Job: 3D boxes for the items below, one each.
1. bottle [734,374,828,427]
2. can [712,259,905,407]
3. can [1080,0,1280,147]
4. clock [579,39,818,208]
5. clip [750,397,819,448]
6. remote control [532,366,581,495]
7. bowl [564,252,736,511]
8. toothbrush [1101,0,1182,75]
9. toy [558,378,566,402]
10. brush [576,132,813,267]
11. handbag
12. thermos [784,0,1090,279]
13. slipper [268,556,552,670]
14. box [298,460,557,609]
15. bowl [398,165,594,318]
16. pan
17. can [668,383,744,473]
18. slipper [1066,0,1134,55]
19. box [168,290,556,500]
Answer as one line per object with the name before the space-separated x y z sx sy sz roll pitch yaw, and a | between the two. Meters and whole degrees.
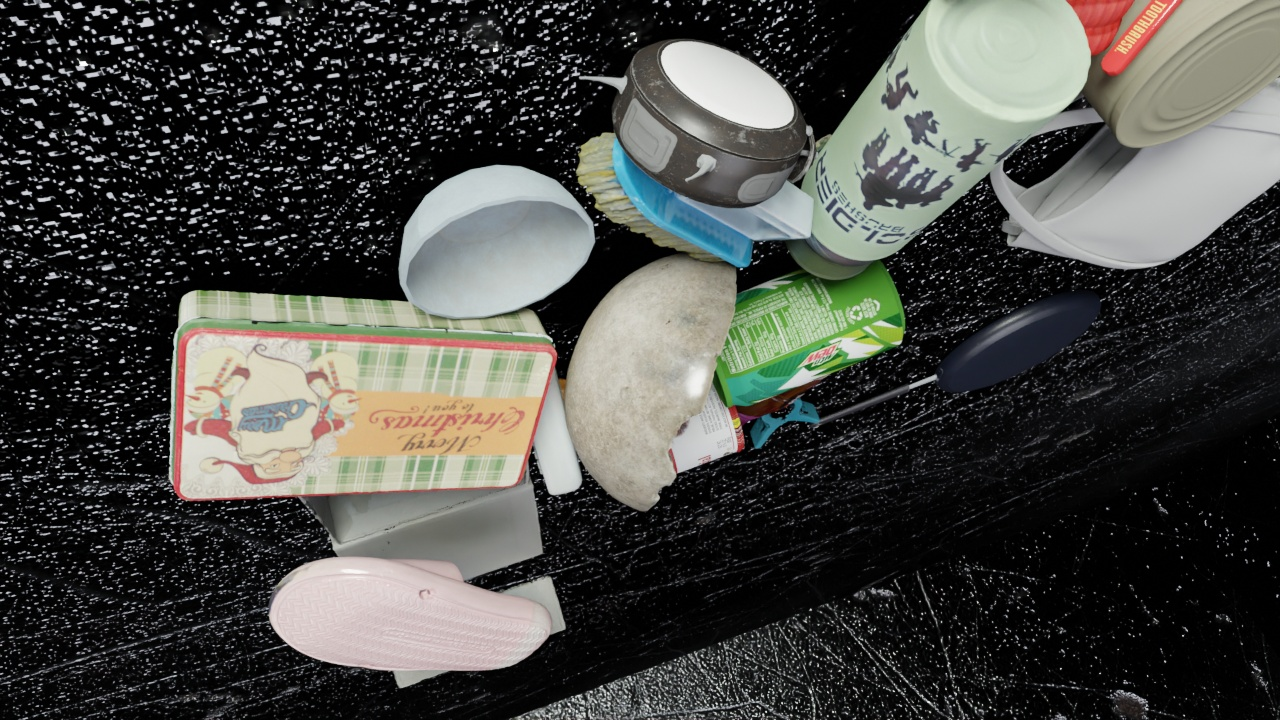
bottle | 0.106 0.022 0.812 0.059 0.059 0.166 0 147 -40
can | 0.118 -0.024 0.699 0.144 0.083 0.083 -22 156 -1
can | 0.315 -0.193 0.530 0.127 0.073 0.128 -18 155 -9
clock | 0.038 -0.117 0.436 0.122 0.091 0.044 -23 153 -42
clip | 0.155 0.049 0.952 0.102 0.027 0.119 -27 156 5
remote control | -0.065 0.040 0.643 0.028 0.060 0.114 -13 119 -5
bowl | -0.004 0.003 0.601 0.081 0.178 0.179 21 146 -4
toothbrush | 0.301 -0.233 0.442 0.017 0.012 0.213 7 126 -47
toy | -0.045 0.027 0.701 0.100 0.076 0.063 13 115 -16
brush | 0.032 -0.092 0.494 0.075 0.055 0.135 2 172 36
handbag | 0.357 -0.157 0.672 0.222 0.095 0.216 4 146 -22
thermos | 0.139 -0.113 0.503 0.082 0.082 0.232 -17 170 -11
slipper | -0.166 0.191 0.699 0.221 0.055 0.107 22 121 -33
box | -0.168 0.126 0.750 0.166 0.098 0.369 -16 148 -12
bowl | -0.081 -0.068 0.495 0.106 0.039 0.106 -18 155 -9
pan | 0.362 0.013 1.058 0.356 0.021 0.199 -21 156 -1
can | 0.017 0.055 0.771 0.116 0.086 0.087 -20 156 -5
slipper | 0.207 -0.180 0.487 0.103 0.059 0.249 -12 155 -22
box | -0.158 0.022 0.532 0.205 0.051 0.118 3 126 -28
